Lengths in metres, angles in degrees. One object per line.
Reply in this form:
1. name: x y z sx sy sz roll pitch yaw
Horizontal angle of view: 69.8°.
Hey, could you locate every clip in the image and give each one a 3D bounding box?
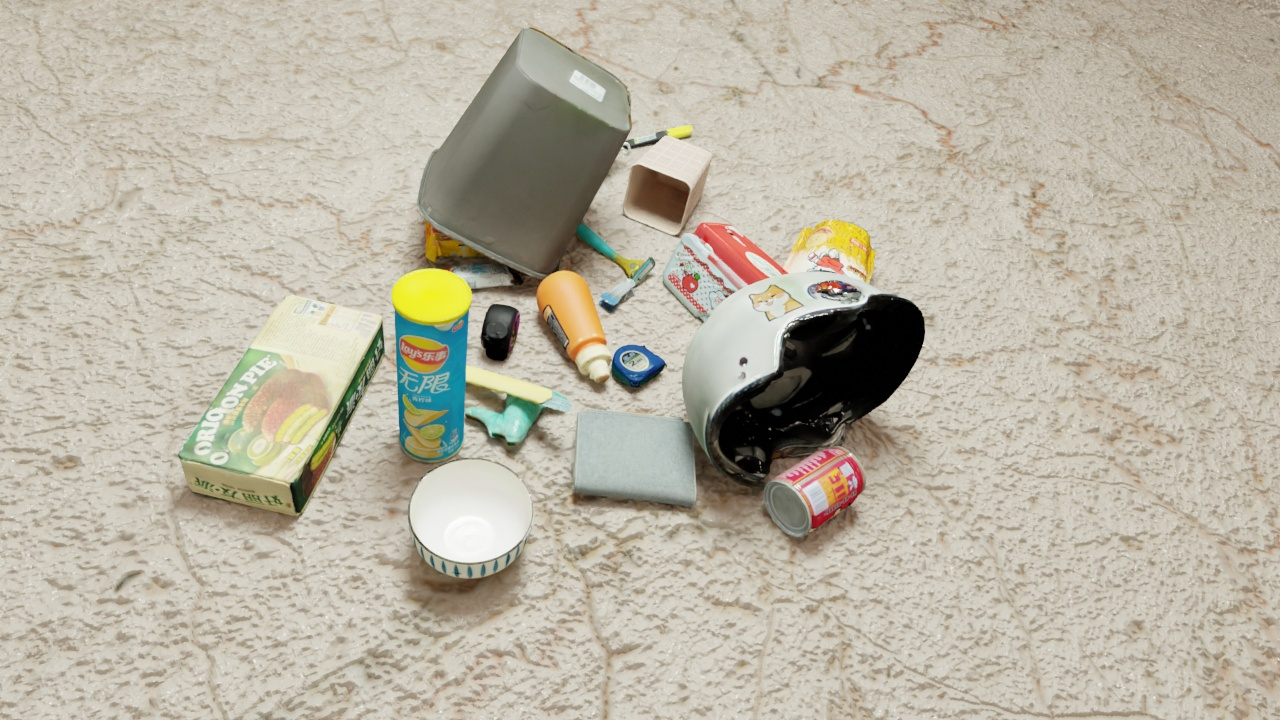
1. clip: -0.028 -0.084 1.165 0.026 0.037 0.057 33 52 21

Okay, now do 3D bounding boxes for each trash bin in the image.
1. trash bin: -0.131 -0.256 1.120 0.198 0.220 0.198 26 34 -23

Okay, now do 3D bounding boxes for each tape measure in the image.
1. tape measure: -0.006 0.006 1.078 0.054 0.025 0.058 37 47 24
2. tape measure: -0.164 -0.037 1.062 0.039 0.057 0.057 13 54 1

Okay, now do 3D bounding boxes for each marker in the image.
1. marker: 0.027 -0.346 1.427 0.124 0.015 0.018 -19 53 -24

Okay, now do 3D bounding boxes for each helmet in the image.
1. helmet: 0.154 -0.003 0.994 0.273 0.230 0.157 -30 52 -19

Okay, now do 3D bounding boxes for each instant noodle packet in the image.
1. instant noodle packet: -0.230 -0.181 1.195 0.110 0.044 0.128 -7 49 -13

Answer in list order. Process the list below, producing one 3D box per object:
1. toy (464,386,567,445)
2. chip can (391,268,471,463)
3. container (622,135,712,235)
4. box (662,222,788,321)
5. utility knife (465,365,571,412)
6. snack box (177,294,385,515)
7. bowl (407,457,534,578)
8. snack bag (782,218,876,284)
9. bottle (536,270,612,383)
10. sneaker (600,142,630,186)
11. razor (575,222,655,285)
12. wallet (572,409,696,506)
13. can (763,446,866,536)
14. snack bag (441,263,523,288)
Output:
1. toy: -0.139 0.056 1.001 0.096 0.030 0.091 15 43 10
2. chip can: -0.204 0.011 0.901 0.071 0.211 0.071 6 46 -7
3. container: 0.042 -0.251 1.289 0.090 0.090 0.110 23 44 10
4. box: 0.128 -0.083 1.159 0.094 0.100 0.201 -5 43 -46
5. utility knife: -0.146 0.027 0.999 0.183 0.019 0.030 11 40 33
6. snack box: -0.358 0.039 0.945 0.114 0.063 0.239 12 46 0
7. bowl: -0.161 0.158 0.873 0.116 0.066 0.116 6 47 -7
8. snack bag: 0.239 -0.093 1.209 0.128 0.073 0.207 22 54 8
9. bottle: -0.072 -0.036 1.083 0.066 0.067 0.149 -14 59 -23
10. sneaker: -0.065 -0.323 1.328 0.091 0.090 0.241 6 48 15
11. razor: -0.043 -0.148 1.213 0.132 0.028 0.043 36 77 16
12. wallet: -0.007 0.101 0.980 0.129 0.037 0.106 8 55 -10
13. can: 0.185 0.136 0.968 0.093 0.067 0.066 -26 57 -31
14. snack bag: -0.199 -0.105 1.140 0.105 0.026 0.045 -7 40 -19
